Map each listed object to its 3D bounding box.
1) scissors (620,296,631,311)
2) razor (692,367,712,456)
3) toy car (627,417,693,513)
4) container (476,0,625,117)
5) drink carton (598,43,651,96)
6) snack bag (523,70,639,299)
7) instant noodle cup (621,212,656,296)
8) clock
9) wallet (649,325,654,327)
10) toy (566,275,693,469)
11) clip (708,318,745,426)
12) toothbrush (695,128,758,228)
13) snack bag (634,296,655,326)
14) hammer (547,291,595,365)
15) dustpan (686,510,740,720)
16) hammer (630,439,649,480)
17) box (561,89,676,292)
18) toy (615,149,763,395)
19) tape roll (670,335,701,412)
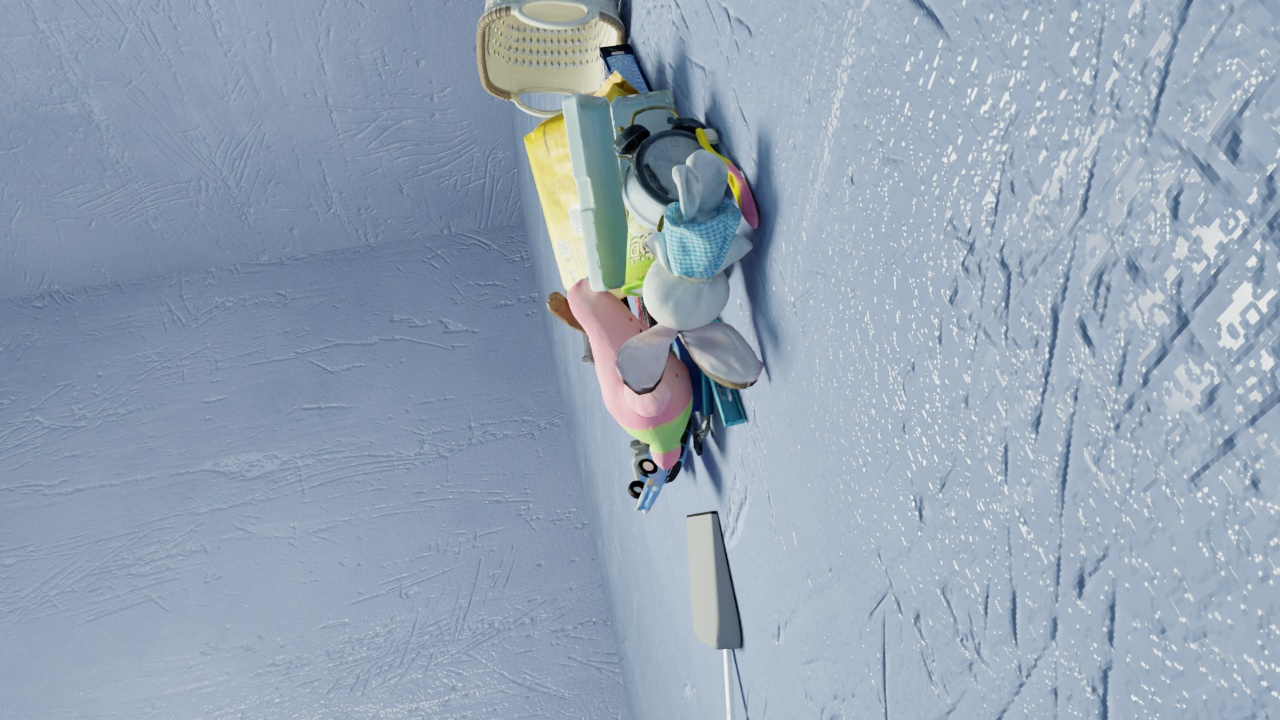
[{"bbox_3d":[-0.005,-0.036,1.307,0.202,0.015,0.204,130,118,-82],"label":"scissors"},{"bbox_3d":[0.070,0.035,1.007,0.042,0.022,0.144,-89,0,-62],"label":"razor"},{"bbox_3d":[0.027,0.116,1.102,0.153,0.055,0.056,-70,0,-47],"label":"toy car"},{"bbox_3d":[-0.116,-0.429,1.177,0.246,0.184,0.142,132,138,-77],"label":"container"},{"bbox_3d":[-0.017,-0.320,1.093,0.064,0.040,0.130,91,166,-46],"label":"drink carton"},{"bbox_3d":[-0.046,-0.180,1.036,0.160,0.068,0.247,-12,94,42],"label":"snack bag"},{"bbox_3d":[0.028,-0.122,0.894,0.099,0.099,0.108,143,125,-80],"label":"instant noodle cup"},{"bbox_3d":[0.026,-0.175,0.835,0.052,0.090,0.129,116,140,-66],"label":"clock"},{"bbox_3d":[0.013,0.007,1.148,0.119,0.031,0.099,-18,-80,-69],"label":"wallet"},{"bbox_3d":[-0.006,0.006,1.002,0.237,0.097,0.191,59,-171,-27],"label":"toy"},{"bbox_3d":[0.078,0.013,0.924,0.113,0.028,0.126,95,162,-51],"label":"clip"},{"bbox_3d":[0.076,-0.158,0.778,0.021,0.016,0.135,94,159,-49],"label":"toothbrush"},{"bbox_3d":[0.001,-0.108,1.277,0.074,0.018,0.155,-152,50,-79],"label":"snack bag"},{"bbox_3d":[-0.077,-0.050,1.216,0.328,0.052,0.098,28,-121,-81],"label":"hammer"},{"bbox_3d":[0.094,0.320,1.144,0.163,0.033,0.257,124,145,-77],"label":"dustpan"},{"bbox_3d":[-0.016,0.004,1.206,0.117,0.051,0.323,-65,-39,-75],"label":"hammer"},{"bbox_3d":[-0.011,-0.174,0.939,0.075,0.125,0.197,-151,51,-79],"label":"box"},{"bbox_3d":[0.036,-0.080,0.779,0.105,0.131,0.206,-114,21,-57],"label":"toy"},{"bbox_3d":[0.052,0.016,1.098,0.091,0.016,0.093,-119,21,-64],"label":"tape roll"}]
